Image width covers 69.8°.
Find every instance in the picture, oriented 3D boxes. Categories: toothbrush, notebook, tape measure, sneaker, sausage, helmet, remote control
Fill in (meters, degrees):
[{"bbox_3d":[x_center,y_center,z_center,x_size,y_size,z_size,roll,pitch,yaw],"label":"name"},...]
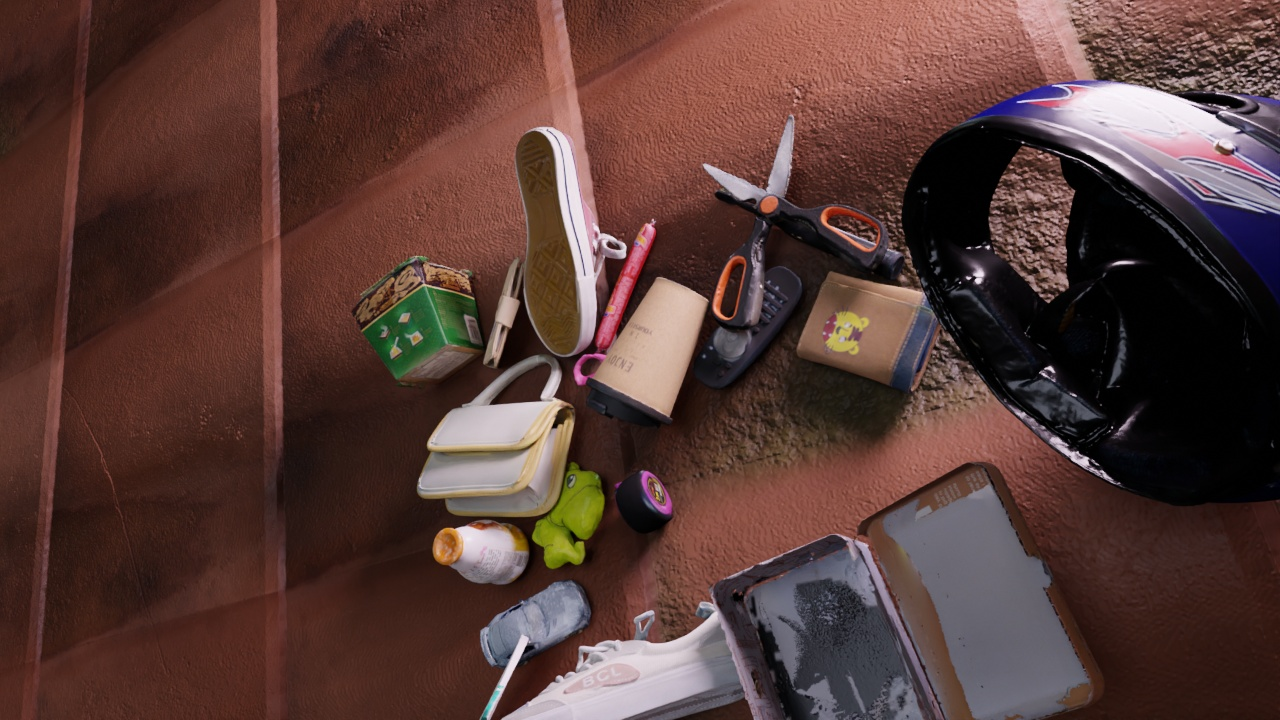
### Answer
[{"bbox_3d":[0.156,-0.128,0.884,0.213,0.026,0.027,31,57,34],"label":"toothbrush"},{"bbox_3d":[-0.164,0.370,0.836,0.012,0.150,0.209,27,100,2],"label":"notebook"},{"bbox_3d":[0.002,0.136,0.875,0.039,0.057,0.057,-34,64,18],"label":"tape measure"},{"bbox_3d":[-0.073,-0.127,0.981,0.118,0.087,0.241,-4,95,41],"label":"sneaker"},{"bbox_3d":[-0.016,-0.079,0.972,0.020,0.020,0.156,20,86,33],"label":"sausage"},{"bbox_3d":[0.362,-0.063,0.614,0.239,0.248,0.315,-25,63,-27],"label":"helmet"},{"bbox_3d":[-0.026,0.275,0.787,0.242,0.090,0.090,-15,55,-12],"label":"sneaker"},{"bbox_3d":[0.105,-0.030,0.883,0.136,0.024,0.053,-51,57,7],"label":"remote control"}]

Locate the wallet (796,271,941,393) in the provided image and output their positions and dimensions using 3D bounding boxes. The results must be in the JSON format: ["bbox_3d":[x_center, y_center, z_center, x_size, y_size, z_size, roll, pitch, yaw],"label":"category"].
[{"bbox_3d":[0.206,-0.028,0.822,0.115,0.033,0.090,20,87,36],"label":"wallet"}]

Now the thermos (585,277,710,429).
[{"bbox_3d":[0.010,-0.004,0.891,0.093,0.093,0.143,25,87,33],"label":"thermos"}]

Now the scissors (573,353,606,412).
[{"bbox_3d":[-0.003,0.007,0.942,0.137,0.017,0.073,-25,75,16],"label":"scissors"}]

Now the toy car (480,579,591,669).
[{"bbox_3d":[-0.105,0.263,0.912,0.121,0.036,0.054,-32,62,15],"label":"toy car"}]

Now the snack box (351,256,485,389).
[{"bbox_3d":[-0.242,-0.038,1.044,0.118,0.118,0.105,-33,74,18],"label":"snack box"}]

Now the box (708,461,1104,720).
[{"bbox_3d":[0.197,0.211,0.707,0.260,0.110,0.178,-30,63,20],"label":"box"}]

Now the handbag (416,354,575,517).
[{"bbox_3d":[-0.149,0.072,0.973,0.164,0.063,0.178,-6,59,33],"label":"handbag"}]

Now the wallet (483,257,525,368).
[{"bbox_3d":[-0.148,-0.051,1.009,0.024,0.087,0.115,16,81,-7],"label":"wallet"}]

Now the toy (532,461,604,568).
[{"bbox_3d":[-0.069,0.156,0.924,0.100,0.031,0.096,-45,52,14],"label":"toy"}]

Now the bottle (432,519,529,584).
[{"bbox_3d":[-0.161,0.191,0.921,0.063,0.108,0.063,-8,72,26],"label":"bottle"}]

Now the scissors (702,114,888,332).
[{"bbox_3d":[0.131,-0.127,0.873,0.235,0.021,0.221,27,87,36],"label":"scissors"}]
